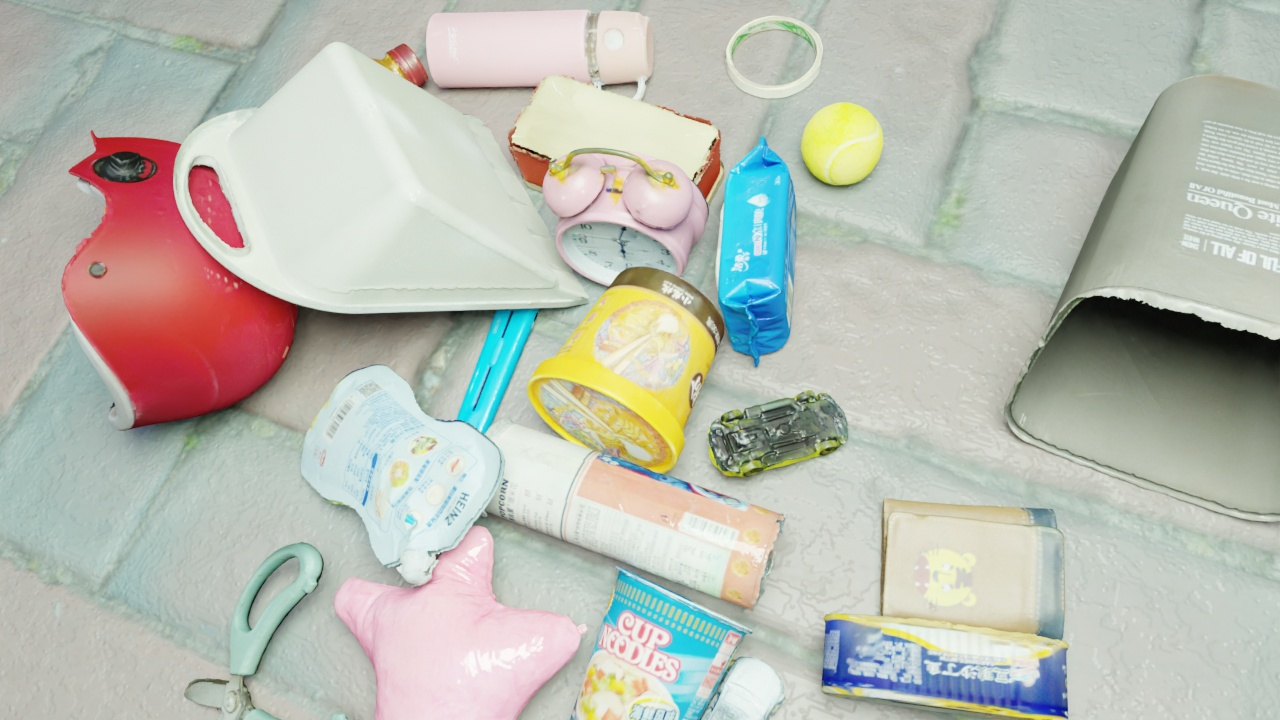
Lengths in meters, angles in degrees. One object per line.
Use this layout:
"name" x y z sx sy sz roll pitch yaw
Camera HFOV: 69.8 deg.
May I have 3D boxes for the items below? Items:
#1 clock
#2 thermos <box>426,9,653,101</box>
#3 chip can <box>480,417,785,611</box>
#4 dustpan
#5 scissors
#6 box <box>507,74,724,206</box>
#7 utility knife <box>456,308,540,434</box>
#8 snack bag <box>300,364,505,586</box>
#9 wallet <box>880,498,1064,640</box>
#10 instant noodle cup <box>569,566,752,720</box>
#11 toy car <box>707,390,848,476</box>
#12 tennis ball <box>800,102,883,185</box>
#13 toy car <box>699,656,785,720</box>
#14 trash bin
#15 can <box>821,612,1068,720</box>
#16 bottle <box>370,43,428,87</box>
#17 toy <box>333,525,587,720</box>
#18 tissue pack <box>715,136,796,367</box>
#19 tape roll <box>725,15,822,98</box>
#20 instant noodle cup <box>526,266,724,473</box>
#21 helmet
"clock" -0.013 -0.111 0.692 0.117 0.159 0.059 10 65 13
"thermos" -0.089 -0.272 0.831 0.199 0.067 0.087 3 98 7
"chip can" -0.011 0.106 0.641 0.215 0.071 0.071 17 69 15
"dustpan" -0.200 -0.118 0.702 0.143 0.257 0.222 -37 64 14
"scissors" -0.247 0.207 0.629 0.170 0.019 0.179 2 75 29
"box" -0.020 -0.177 0.767 0.168 0.077 0.091 22 71 16
"utility knife" -0.121 0.023 0.723 0.034 0.018 0.178 14 70 13
"snack bag" -0.174 0.075 0.654 0.191 0.039 0.110 28 76 42
"wallet" 0.221 0.139 0.618 0.115 0.033 0.090 3 67 13
"instant noodle cup" 0.007 0.203 0.587 0.099 0.099 0.109 21 78 16
"toy car" 0.100 0.056 0.671 0.105 0.032 0.048 -14 64 -12
"tennis ball" 0.164 -0.177 0.748 0.065 0.065 0.065 -3 65 6
"toy car" 0.059 0.235 0.595 0.043 0.034 0.090 29 71 22
"trash bin" 0.379 -0.048 0.599 0.199 0.199 0.219 21 64 16
"can" 0.189 0.193 0.574 0.148 0.075 0.049 5 69 9
"bottle" -0.274 -0.223 0.832 0.174 0.057 0.057 -38 67 -10
"toy" -0.116 0.212 0.603 0.179 0.074 0.194 -20 68 10
"tissue pack" 0.089 -0.082 0.701 0.052 0.095 0.157 1 66 14
"tape roll" 0.120 -0.273 0.827 0.086 0.014 0.085 -3 65 6
"instant noodle cup" -0.004 0.004 0.667 0.118 0.119 0.114 22 62 16
"helmet" -0.342 -0.068 0.705 0.143 0.207 0.239 -6 56 -20
